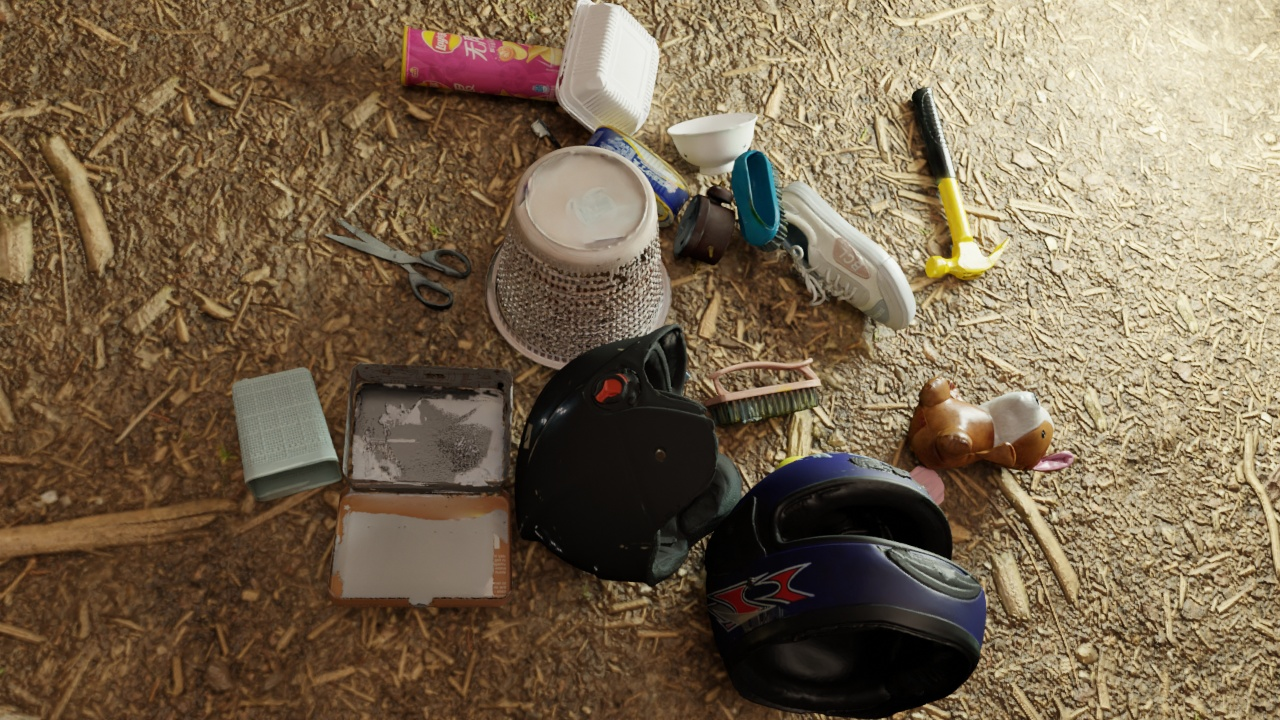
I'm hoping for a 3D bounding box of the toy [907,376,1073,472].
[{"bbox_3d":[0.440,0.081,1.150,0.199,0.131,0.140,10,48,-18],"label":"toy"}]

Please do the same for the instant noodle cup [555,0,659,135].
[{"bbox_3d":[-0.033,-0.377,1.189,0.138,0.060,0.173,31,58,-43],"label":"instant noodle cup"}]

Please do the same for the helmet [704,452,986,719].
[{"bbox_3d":[0.204,0.211,0.933,0.247,0.316,0.239,20,54,-14],"label":"helmet"}]

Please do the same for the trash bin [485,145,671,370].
[{"bbox_3d":[-0.066,-0.126,1.038,0.227,0.192,0.227,2,65,-5],"label":"trash bin"}]

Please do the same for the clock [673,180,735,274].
[{"bbox_3d":[0.084,-0.176,1.170,0.055,0.082,0.121,19,68,-11],"label":"clock"}]

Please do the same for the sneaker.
[{"bbox_3d":[0.249,-0.121,1.186,0.090,0.090,0.242,-41,84,-21],"label":"sneaker"}]

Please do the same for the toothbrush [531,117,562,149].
[{"bbox_3d":[-0.083,-0.243,1.189,0.018,0.016,0.181,-37,82,-16],"label":"toothbrush"}]

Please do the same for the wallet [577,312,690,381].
[{"bbox_3d":[-0.007,0.006,1.109,0.090,0.033,0.115,-41,81,-22],"label":"wallet"}]

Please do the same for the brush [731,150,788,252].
[{"bbox_3d":[0.142,-0.207,1.152,0.073,0.055,0.143,29,48,-46],"label":"brush"}]

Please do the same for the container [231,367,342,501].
[{"bbox_3d":[-0.373,0.076,0.964,0.090,0.090,0.111,-14,71,-18],"label":"container"}]

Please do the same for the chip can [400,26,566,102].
[{"bbox_3d":[-0.198,-0.378,1.178,0.210,0.072,0.071,3,70,-13],"label":"chip can"}]

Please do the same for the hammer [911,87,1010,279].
[{"bbox_3d":[0.438,-0.255,1.312,0.128,0.033,0.300,-4,72,-16],"label":"hammer"}]

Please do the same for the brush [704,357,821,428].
[{"bbox_3d":[0.154,0.036,1.120,0.145,0.063,0.073,-10,83,-18],"label":"brush"}]

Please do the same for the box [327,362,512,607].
[{"bbox_3d":[-0.226,0.134,0.967,0.178,0.105,0.260,2,70,-13],"label":"box"}]

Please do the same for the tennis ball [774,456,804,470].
[{"bbox_3d":[0.188,0.146,1.087,0.065,0.066,0.065,5,69,-12],"label":"tennis ball"}]

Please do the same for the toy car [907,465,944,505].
[{"bbox_3d":[0.327,0.174,1.127,0.122,0.037,0.056,-32,82,-23],"label":"toy car"}]

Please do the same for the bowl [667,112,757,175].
[{"bbox_3d":[0.099,-0.283,1.214,0.118,0.118,0.065,-20,115,-20],"label":"bowl"}]

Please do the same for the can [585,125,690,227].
[{"bbox_3d":[-0.008,-0.233,1.167,0.148,0.075,0.049,36,67,-11],"label":"can"}]

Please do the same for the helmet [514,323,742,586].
[{"bbox_3d":[-0.015,0.097,0.966,0.230,0.233,0.274,-2,71,10],"label":"helmet"}]

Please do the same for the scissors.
[{"bbox_3d":[-0.285,-0.126,1.100,0.156,0.014,0.168,-24,75,-19],"label":"scissors"}]
